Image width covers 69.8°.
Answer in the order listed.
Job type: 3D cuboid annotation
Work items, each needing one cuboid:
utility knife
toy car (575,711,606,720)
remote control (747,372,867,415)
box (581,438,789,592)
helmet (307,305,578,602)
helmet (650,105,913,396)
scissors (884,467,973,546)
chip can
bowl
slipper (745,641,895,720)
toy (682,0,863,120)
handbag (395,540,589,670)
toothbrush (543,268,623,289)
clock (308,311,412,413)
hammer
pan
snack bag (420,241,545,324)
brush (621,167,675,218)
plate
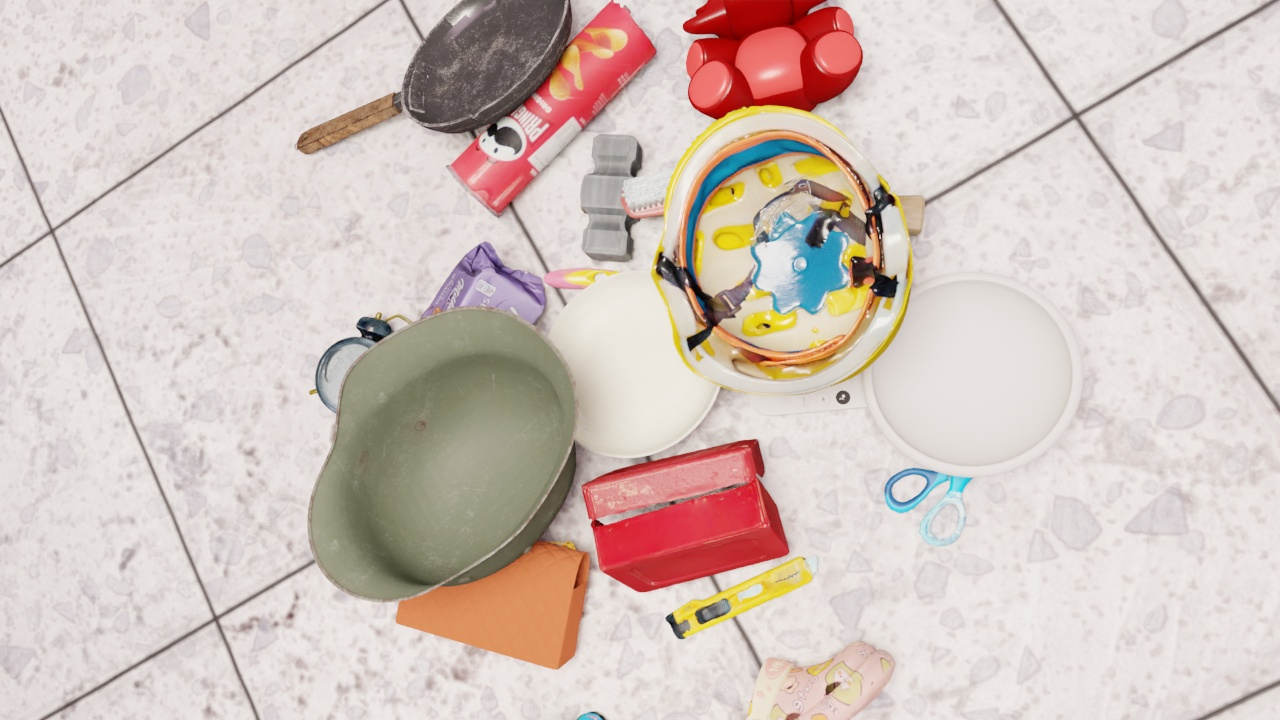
[{"bbox_3d":[0.096,0.220,0.858,0.155,0.017,0.030,-27,89,6],"label":"utility knife"},{"bbox_3d":[-0.066,0.383,0.871,0.048,0.032,0.105,42,96,13],"label":"toy car"},{"bbox_3d":[0.169,0.026,0.859,0.137,0.013,0.043,-6,83,12],"label":"remote control"},{"bbox_3d":[0.042,0.143,0.818,0.157,0.136,0.122,-14,81,12],"label":"box"},{"bbox_3d":[-0.160,0.102,0.818,0.267,0.154,0.227,-43,63,-8],"label":"helmet"},{"bbox_3d":[0.128,-0.083,0.788,0.209,0.139,0.239,-16,76,21],"label":"helmet"},{"bbox_3d":[0.282,0.096,0.828,0.083,0.015,0.140,38,96,16],"label":"scissors"},{"bbox_3d":[-0.087,-0.250,0.913,0.233,0.073,0.073,-44,77,5],"label":"chip can"},{"bbox_3d":[0.286,0.015,0.801,0.177,0.066,0.176,-4,79,18],"label":"bowl"},{"bbox_3d":[0.129,0.302,0.807,0.197,0.093,0.081,-39,67,7],"label":"slipper"},{"bbox_3d":[0.114,-0.318,0.856,0.158,0.120,0.197,-12,74,14],"label":"toy"},{"bbox_3d":[-0.139,0.216,0.887,0.172,0.060,0.109,10,92,16],"label":"handbag"},{"bbox_3d":[-0.032,-0.083,0.915,0.135,0.016,0.021,-1,86,15],"label":"toothbrush"},{"bbox_3d":[-0.276,0.009,0.945,0.090,0.052,0.129,44,91,13],"label":"clock"},{"bbox_3d":[0.102,-0.147,0.875,0.323,0.051,0.117,5,86,11],"label":"hammer"},{"bbox_3d":[-0.217,-0.281,0.944,0.358,0.040,0.207,-19,53,24],"label":"pan"},{"bbox_3d":[-0.181,-0.013,0.901,0.058,0.096,0.205,36,93,42],"label":"snack bag"},{"bbox_3d":[0.064,-0.169,0.845,0.172,0.030,0.041,-13,81,5],"label":"brush"},{"bbox_3d":[-0.005,0.005,0.876,0.182,0.034,0.182,-5,75,17],"label":"plate"}]
